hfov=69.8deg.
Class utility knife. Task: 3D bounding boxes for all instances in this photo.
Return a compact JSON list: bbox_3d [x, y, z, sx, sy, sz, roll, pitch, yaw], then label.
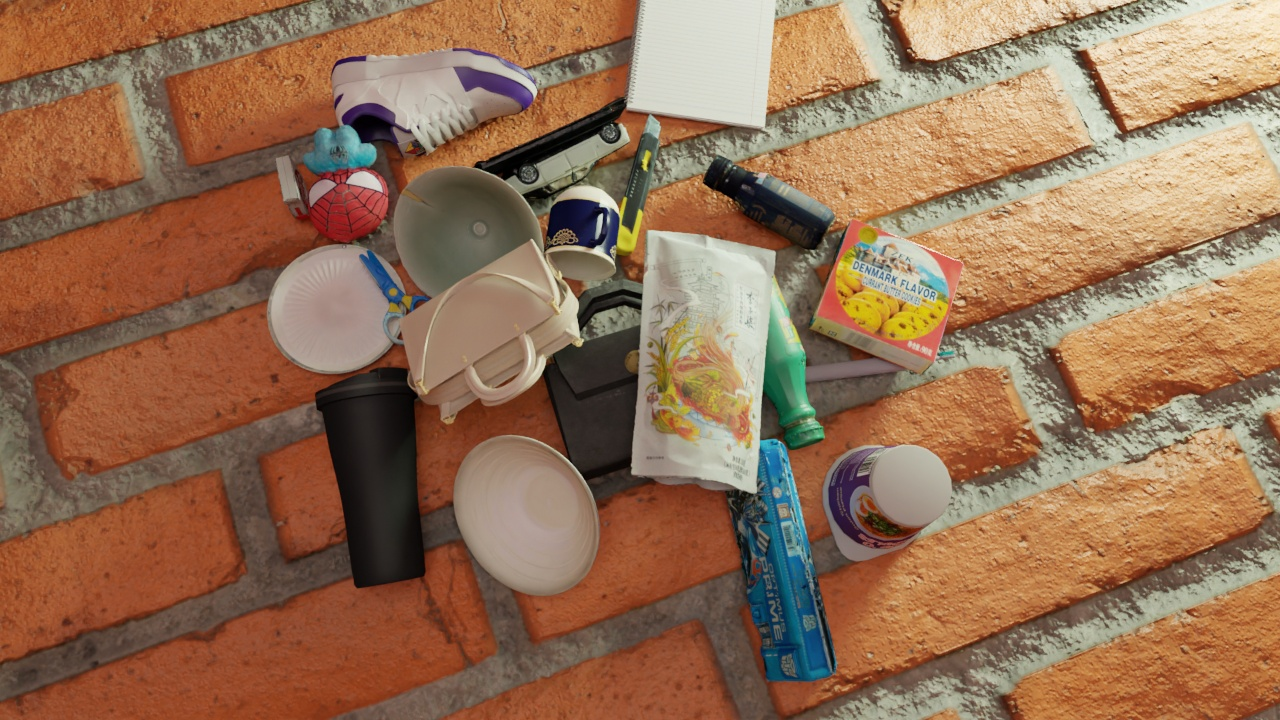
[{"bbox_3d":[-0.002,-0.215,1.109,0.029,0.020,0.187,13,74,-1],"label":"utility knife"}]

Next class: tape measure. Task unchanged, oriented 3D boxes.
[{"bbox_3d":[-0.402,-0.196,1.063,0.020,0.062,0.060,-16,71,-7],"label":"tape measure"}]

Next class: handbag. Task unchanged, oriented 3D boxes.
[{"bbox_3d":[-0.007,0.006,1.007,0.197,0.102,0.199,-18,77,-7],"label":"handbag"},{"bbox_3d":[-0.151,-0.015,0.947,0.194,0.101,0.197,-31,35,3],"label":"handbag"}]

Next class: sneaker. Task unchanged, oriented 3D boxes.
[{"bbox_3d":[-0.246,-0.294,1.084,0.244,0.092,0.111,0,76,1],"label":"sneaker"}]

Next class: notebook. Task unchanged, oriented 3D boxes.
[{"bbox_3d":[0.079,-0.416,1.169,0.178,0.013,0.245,7,75,-3],"label":"notebook"}]

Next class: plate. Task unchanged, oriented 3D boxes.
[{"bbox_3d":[-0.347,-0.059,1.053,0.157,0.014,0.156,1,75,-3],"label":"plate"}]

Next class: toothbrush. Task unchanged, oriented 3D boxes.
[{"bbox_3d":[0.274,0.006,1.064,0.188,0.018,0.019,-7,70,-5],"label":"toothbrush"}]

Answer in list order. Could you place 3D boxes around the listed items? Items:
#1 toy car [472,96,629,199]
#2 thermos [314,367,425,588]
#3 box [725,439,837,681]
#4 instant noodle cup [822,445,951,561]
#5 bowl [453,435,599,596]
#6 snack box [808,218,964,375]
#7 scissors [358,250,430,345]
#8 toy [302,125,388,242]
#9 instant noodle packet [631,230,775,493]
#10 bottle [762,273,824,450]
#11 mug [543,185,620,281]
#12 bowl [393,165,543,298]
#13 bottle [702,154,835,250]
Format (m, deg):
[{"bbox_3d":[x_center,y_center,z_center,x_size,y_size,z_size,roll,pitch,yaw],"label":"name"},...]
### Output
[{"bbox_3d":[-0.098,-0.239,1.087,0.191,0.094,0.071,-28,104,-11],"label":"toy car"},{"bbox_3d":[-0.278,0.124,0.969,0.106,0.106,0.218,-9,81,-5],"label":"thermos"},{"bbox_3d":[0.162,0.209,0.976,0.085,0.092,0.243,-4,75,-25],"label":"box"},{"bbox_3d":[0.265,0.146,0.974,0.122,0.122,0.136,28,76,4],"label":"instant noodle cup"},{"bbox_3d":[-0.108,0.154,0.966,0.177,0.057,0.177,7,107,25],"label":"bowl"},{"bbox_3d":[0.286,-0.076,1.065,0.142,0.040,0.144,22,67,4],"label":"snack box"},{"bbox_3d":[-0.278,-0.079,1.048,0.070,0.022,0.130,-31,76,-9],"label":"scissors"},{"bbox_3d":[-0.340,-0.203,1.056,0.092,0.062,0.133,-10,101,-12],"label":"toy"},{"bbox_3d":[0.067,-0.004,0.946,0.146,0.057,0.268,9,74,-13],"label":"instant noodle packet"},{"bbox_3d":[0.150,-0.003,1.032,0.068,0.068,0.209,-17,75,-7],"label":"bottle"},{"bbox_3d":[-0.060,-0.153,1.044,0.085,0.112,0.089,15,71,-24],"label":"mug"},{"bbox_3d":[-0.189,-0.146,1.051,0.174,0.067,0.174,4,115,8],"label":"bowl"},{"bbox_3d":[0.151,-0.189,1.090,0.161,0.056,0.056,30,76,5],"label":"bottle"}]
